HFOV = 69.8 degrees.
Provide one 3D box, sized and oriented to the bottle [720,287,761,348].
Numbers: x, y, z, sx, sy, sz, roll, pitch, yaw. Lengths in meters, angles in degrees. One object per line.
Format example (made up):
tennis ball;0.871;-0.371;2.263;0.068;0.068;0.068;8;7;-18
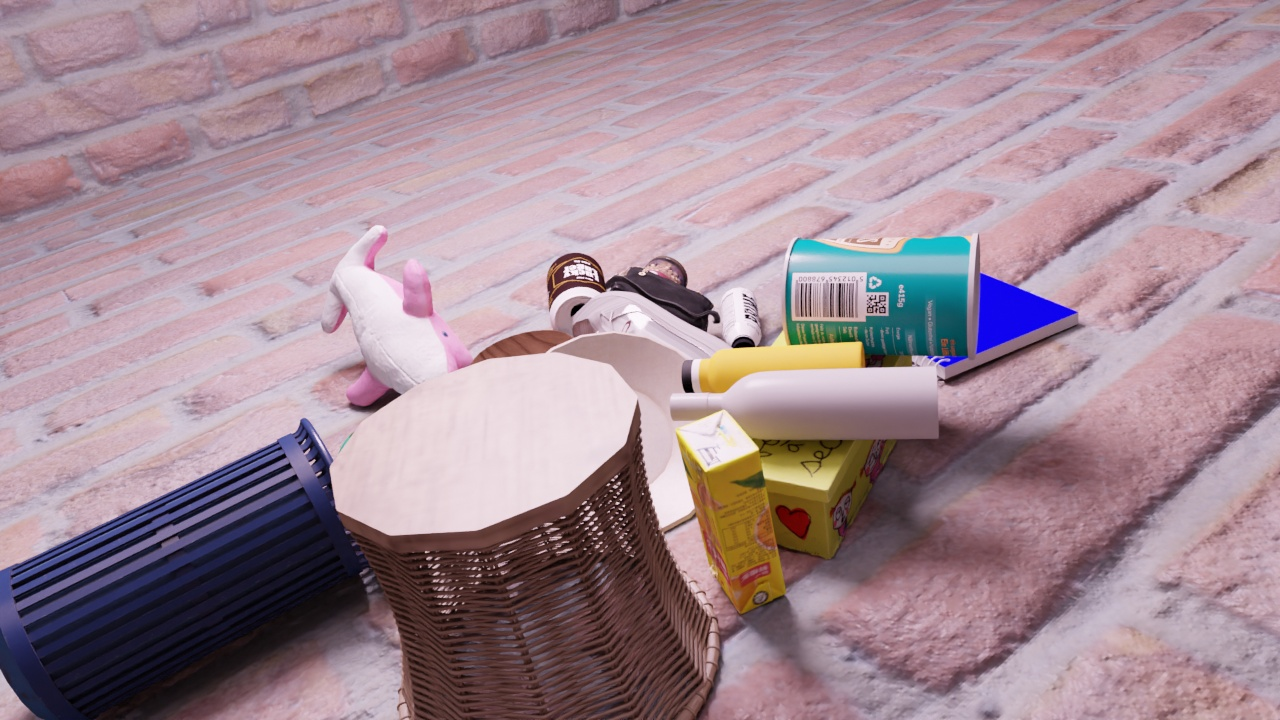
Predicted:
bottle;0.107;-0.036;0.980;0.041;0.041;0.115;-8;29;8

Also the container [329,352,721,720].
container;-0.074;0.127;0.594;0.227;0.196;0.226;-10;29;5

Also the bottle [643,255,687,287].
bottle;0.012;-0.075;1.072;0.056;0.056;0.105;2;32;25

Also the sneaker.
sneaker;-0.005;0.005;0.893;0.089;0.099;0.236;-28;37;-35

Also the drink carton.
drink carton;0.063;0.108;0.639;0.043;0.135;0.058;-21;32;-10

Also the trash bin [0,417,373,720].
trash bin;-0.345;0.162;0.707;0.249;0.139;0.139;-28;32;-22

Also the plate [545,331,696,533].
plate;-0.020;0.064;0.785;0.188;0.027;0.188;3;63;-7

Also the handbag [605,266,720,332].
handbag;0.025;-0.064;0.983;0.128;0.054;0.078;24;37;2

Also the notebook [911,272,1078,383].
notebook;0.304;-0.051;0.949;0.171;0.022;0.209;-20;29;-17

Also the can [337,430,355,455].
can;-0.211;0.100;0.790;0.083;0.083;0.144;-26;16;-23

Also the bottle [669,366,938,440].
bottle;0.119;0.033;0.684;0.195;0.052;0.052;-2;30;17

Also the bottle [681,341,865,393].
bottle;0.105;0.010;0.736;0.144;0.043;0.043;-3;30;18

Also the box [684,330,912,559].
box;0.140;0.057;0.761;0.125;0.079;0.220;8;34;33

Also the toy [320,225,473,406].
toy;-0.266;-0.032;1.049;0.127;0.187;0.265;10;28;-52

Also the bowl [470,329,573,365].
bowl;-0.124;0.009;1.000;0.119;0.032;0.119;-10;29;5

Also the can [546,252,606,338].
can;-0.074;-0.075;1.090;0.072;0.072;0.128;-13;29;-1

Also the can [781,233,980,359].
can;0.198;-0.052;0.749;0.144;0.099;0.099;2;32;23
